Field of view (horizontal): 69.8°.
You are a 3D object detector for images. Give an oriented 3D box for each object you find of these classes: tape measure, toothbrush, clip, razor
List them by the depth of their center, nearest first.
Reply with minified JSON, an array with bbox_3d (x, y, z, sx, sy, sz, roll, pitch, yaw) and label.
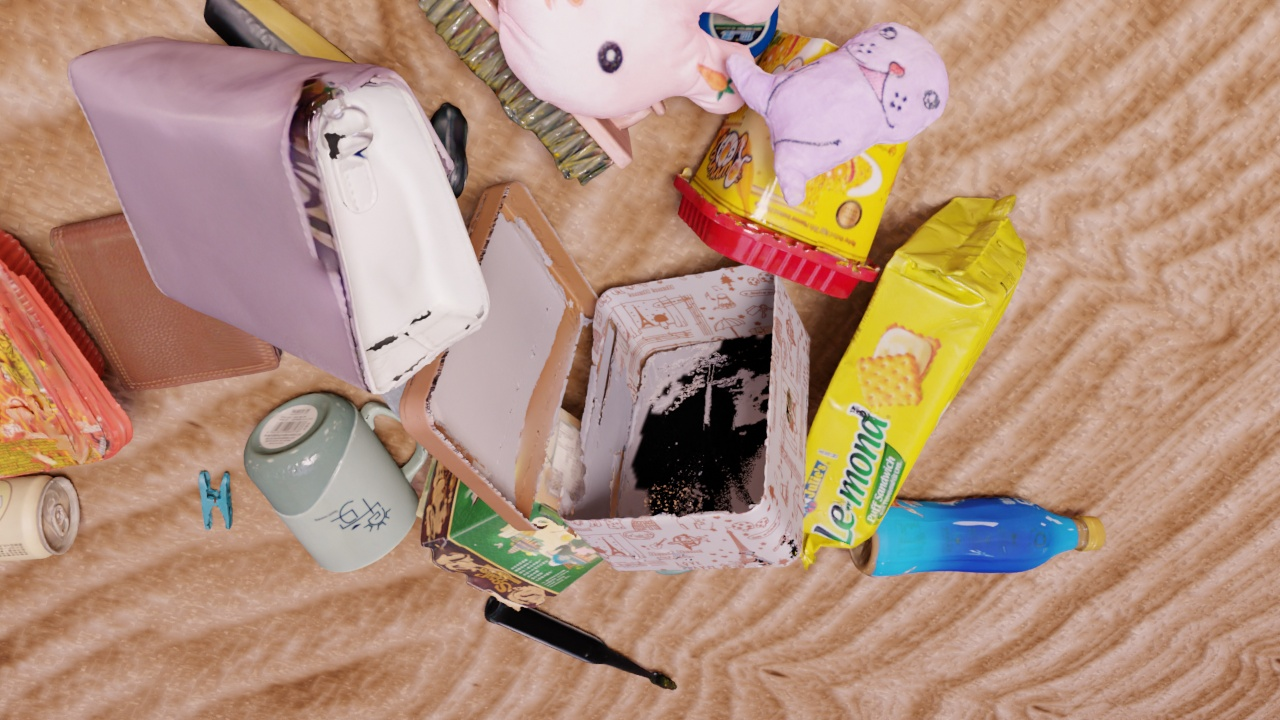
[{"bbox_3d":[-0.165,-0.151,0.509,0.167,0.062,0.067,39,81,-24],"label":"razor"},{"bbox_3d":[0.050,-0.197,0.521,0.058,0.025,0.055,0,127,-4],"label":"tape measure"},{"bbox_3d":[-0.317,0.105,0.684,0.045,0.014,0.057,2,124,-12],"label":"clip"},{"bbox_3d":[-0.047,0.260,0.828,0.212,0.026,0.027,33,159,-27],"label":"toothbrush"}]

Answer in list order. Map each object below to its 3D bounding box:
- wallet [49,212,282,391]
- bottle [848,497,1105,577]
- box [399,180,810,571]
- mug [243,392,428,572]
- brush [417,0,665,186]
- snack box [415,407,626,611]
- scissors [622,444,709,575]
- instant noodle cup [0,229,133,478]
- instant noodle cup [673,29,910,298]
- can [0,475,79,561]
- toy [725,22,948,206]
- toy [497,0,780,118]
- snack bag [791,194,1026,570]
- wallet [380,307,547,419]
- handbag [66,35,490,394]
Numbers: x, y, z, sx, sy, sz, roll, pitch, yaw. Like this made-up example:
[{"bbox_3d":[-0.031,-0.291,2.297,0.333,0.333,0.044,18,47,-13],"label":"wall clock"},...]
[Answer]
[{"bbox_3d":[-0.292,-0.039,0.577,0.101,0.032,0.125,-9,127,-6],"label":"wallet"},{"bbox_3d":[0.288,0.149,0.778,0.218,0.065,0.065,1,125,-9],"label":"bottle"},{"bbox_3d":[0.002,0.006,0.535,0.158,0.180,0.198,-7,140,26],"label":"box"},{"bbox_3d":[-0.206,0.074,0.646,0.111,0.082,0.106,-37,127,-20],"label":"mug"},{"bbox_3d":[-0.053,-0.170,0.501,0.073,0.063,0.145,-34,121,20],"label":"brush"},{"bbox_3d":[-0.071,0.093,0.636,0.106,0.117,0.118,-28,129,34],"label":"snack box"},{"bbox_3d":[0.036,0.119,0.747,0.170,0.019,0.181,-4,125,-8],"label":"scissors"},{"bbox_3d":[-0.408,-0.006,0.542,0.189,0.079,0.165,-9,126,8],"label":"instant noodle cup"},{"bbox_3d":[0.096,-0.118,0.538,0.116,0.116,0.124,18,109,-19],"label":"instant noodle cup"},{"bbox_3d":[-0.464,0.112,0.637,0.116,0.058,0.059,-4,125,-7],"label":"can"},{"bbox_3d":[0.104,-0.133,0.464,0.108,0.039,0.084,-24,85,-6],"label":"toy"},{"bbox_3d":[0.004,-0.181,0.462,0.159,0.054,0.121,1,115,-30],"label":"toy"},{"bbox_3d":[0.174,0.016,0.610,0.068,0.157,0.247,30,124,18],"label":"snack bag"},{"bbox_3d":[-0.129,-0.022,0.609,0.130,0.037,0.106,-23,126,7],"label":"wallet"},{"bbox_3d":[-0.181,-0.084,0.462,0.197,0.098,0.145,19,138,33],"label":"handbag"}]
